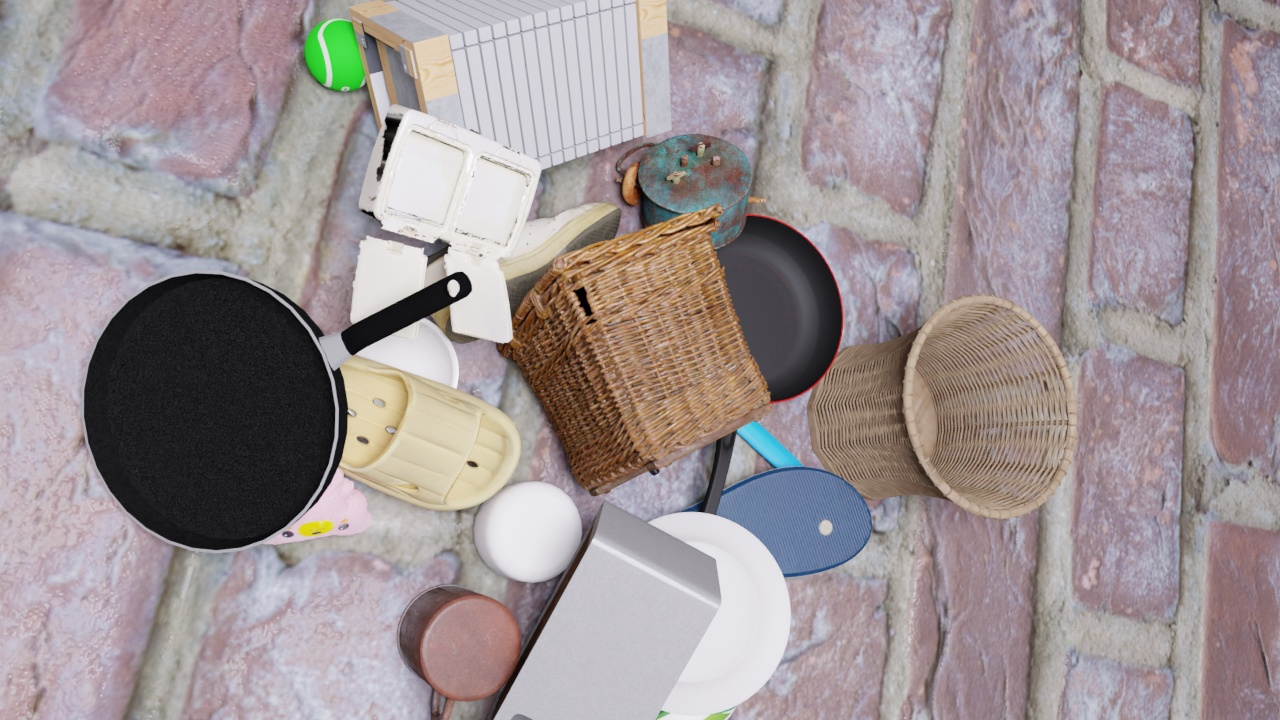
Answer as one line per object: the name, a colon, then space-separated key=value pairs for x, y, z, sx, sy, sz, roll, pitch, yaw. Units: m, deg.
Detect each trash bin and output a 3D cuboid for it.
trash bin: x=-0.115 y=-0.271 z=0.860 sx=0.246 sy=0.142 sz=0.143 roll=-25 pitch=131 yaw=-25
trash bin: x=-0.038 y=0.258 z=0.796 sx=0.114 sy=0.114 sz=0.229 roll=28 pitch=97 yaw=-1

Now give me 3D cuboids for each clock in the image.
clock: x=0.044 y=-0.191 z=0.972 sx=0.157 sy=0.073 sz=0.121 roll=37 pitch=62 yaw=24

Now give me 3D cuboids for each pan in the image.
pan: x=0.104 y=0.012 z=0.986 sx=0.209 sy=0.067 sz=0.355 roll=23 pitch=73 yaw=-16
pan: x=-0.284 y=0.014 z=0.729 sx=0.357 sy=0.034 sz=0.225 roll=-25 pitch=89 yaw=11

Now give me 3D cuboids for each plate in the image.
plate: x=0.048 y=0.239 z=0.876 sx=0.189 sy=0.016 sz=0.188 roll=-2 pitch=73 yaw=6

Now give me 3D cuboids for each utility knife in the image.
utility knife: x=0.143 y=0.100 z=1.021 sx=0.196 sy=0.015 sz=0.031 roll=42 pitch=68 yaw=-8

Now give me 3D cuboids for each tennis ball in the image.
tennis ball: x=-0.282 y=-0.287 z=0.863 sx=0.065 sy=0.065 sz=0.065 roll=4 pitch=80 yaw=-24

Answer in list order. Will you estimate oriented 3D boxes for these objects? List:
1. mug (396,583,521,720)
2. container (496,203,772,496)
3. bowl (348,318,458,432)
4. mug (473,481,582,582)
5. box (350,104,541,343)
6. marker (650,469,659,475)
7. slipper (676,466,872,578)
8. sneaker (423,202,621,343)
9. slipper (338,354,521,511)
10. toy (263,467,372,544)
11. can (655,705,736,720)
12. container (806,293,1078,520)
mug: x=-0.165 y=0.263 z=0.810 sx=0.096 sy=0.110 sz=0.122 roll=11 pitch=77 yaw=-17
container: x=-0.005 y=0.005 z=0.828 sx=0.162 sy=0.250 sz=0.183 roll=-23 pitch=85 yaw=-23
bowl: x=-0.228 y=0.010 z=0.852 sx=0.109 sy=0.041 sz=0.110 roll=-1 pitch=93 yaw=-20
mug: x=-0.099 y=0.168 z=0.873 sx=0.115 sy=0.068 sz=0.094 roll=36 pitch=69 yaw=-15
box: x=-0.159 y=-0.108 z=0.766 sx=0.145 sy=0.066 sz=0.185 roll=10 pitch=82 yaw=-44
marker: x=-0.027 y=0.058 z=0.954 sx=0.011 sy=0.011 sz=0.152 roll=-39 pitch=99 yaw=-24
slipper: x=0.099 y=0.190 z=0.968 sx=0.294 sy=0.060 sz=0.118 roll=-17 pitch=84 yaw=-12
sneaker: x=-0.125 y=-0.105 z=0.904 sx=0.102 sy=0.089 sz=0.240 roll=39 pitch=49 yaw=21
slipper: x=-0.224 y=0.060 z=0.793 sx=0.261 sy=0.079 sz=0.111 roll=25 pitch=88 yaw=-19
toy: x=-0.281 y=0.124 z=0.794 sx=0.102 sy=0.093 sz=0.050 roll=-2 pitch=49 yaw=-29
can: x=0.051 y=0.332 z=0.907 sx=0.083 sy=0.083 sz=0.143 roll=44 pitch=68 yaw=-12
container: x=0.318 y=0.058 z=1.006 sx=0.226 sy=0.197 sz=0.226 roll=4 pitch=80 yaw=-24
